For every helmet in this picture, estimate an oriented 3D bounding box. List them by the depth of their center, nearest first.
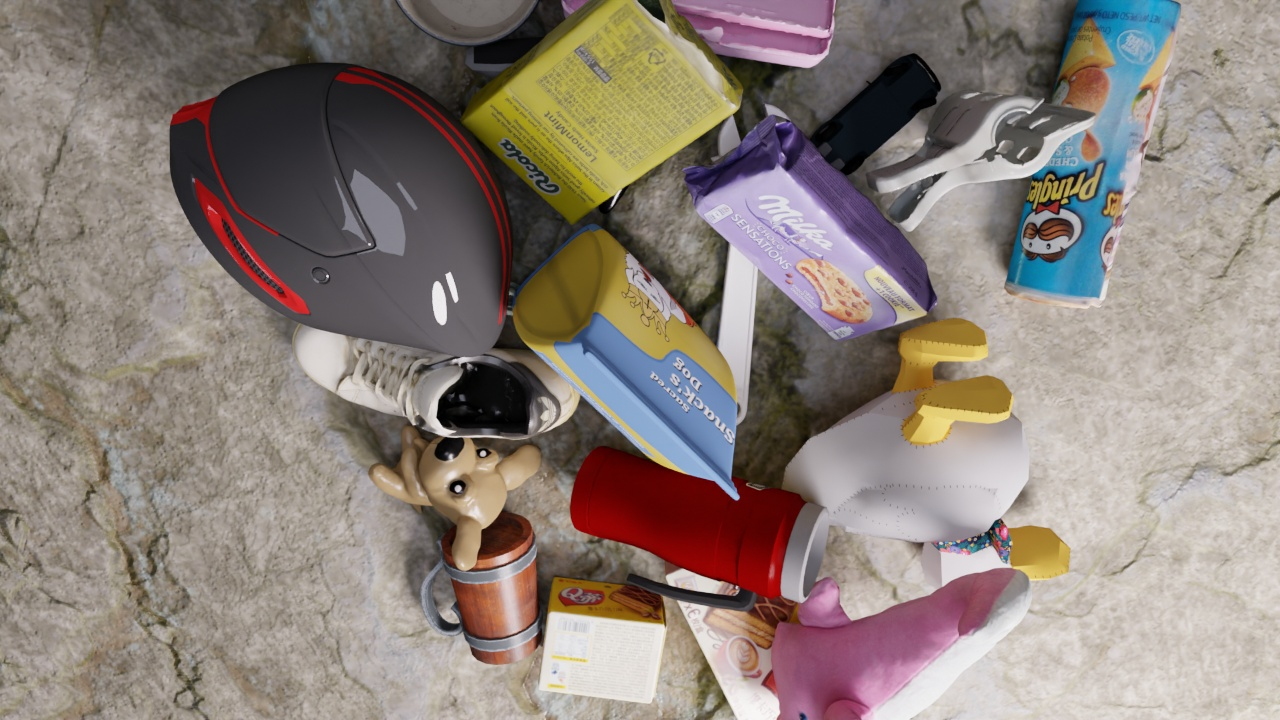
[{"bbox_3d":[-0.189,-0.111,0.659,0.170,0.163,0.265,-28,112,26],"label":"helmet"}]

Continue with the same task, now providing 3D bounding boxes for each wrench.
[{"bbox_3d":[0.084,-0.072,0.760,0.066,0.018,0.274,3,108,-2],"label":"wrench"}]

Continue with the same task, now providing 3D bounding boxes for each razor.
[{"bbox_3d":[-0.054,-0.222,0.694,0.156,0.057,0.060,14,121,-3],"label":"razor"}]

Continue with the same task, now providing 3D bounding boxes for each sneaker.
[{"bbox_3d":[-0.174,0.020,0.734,0.241,0.102,0.089,11,108,4],"label":"sneaker"}]

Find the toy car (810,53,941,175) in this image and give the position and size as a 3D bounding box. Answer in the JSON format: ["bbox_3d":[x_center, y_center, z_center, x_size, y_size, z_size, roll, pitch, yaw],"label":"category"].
[{"bbox_3d":[0.179,-0.188,0.716,0.112,0.034,0.046,-41,103,12],"label":"toy car"}]

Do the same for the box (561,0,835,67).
[{"bbox_3d":[0.049,-0.303,0.675,0.201,0.045,0.154,9,85,-5],"label":"box"}]

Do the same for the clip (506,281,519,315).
[{"bbox_3d":[-0.085,-0.044,0.762,0.074,0.035,0.023,19,104,-12],"label":"clip"}]

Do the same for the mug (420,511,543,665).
[{"bbox_3d":[-0.144,0.202,0.816,0.117,0.081,0.111,1,112,18],"label":"mug"}]

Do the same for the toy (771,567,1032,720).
[{"bbox_3d":[0.184,0.229,0.738,0.266,0.186,0.128,-44,70,26],"label":"toy"}]

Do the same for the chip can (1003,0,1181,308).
[{"bbox_3d":[0.347,-0.157,0.707,0.080,0.079,0.230,7,107,-3],"label":"chip can"}]

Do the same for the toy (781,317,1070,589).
[{"bbox_3d":[0.241,0.104,0.759,0.247,0.140,0.268,-3,127,6],"label":"toy"}]

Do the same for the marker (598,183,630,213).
[{"bbox_3d":[0.003,-0.178,0.728,0.022,0.016,0.139,35,104,14],"label":"marker"}]

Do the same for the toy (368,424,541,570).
[{"bbox_3d":[-0.164,0.102,0.777,0.108,0.133,0.106,8,133,24],"label":"toy"}]

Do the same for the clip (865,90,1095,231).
[{"bbox_3d":[0.236,-0.164,0.678,0.151,0.125,0.092,-23,104,10],"label":"clip"}]

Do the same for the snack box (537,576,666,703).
[{"bbox_3d":[-0.034,0.253,0.835,0.106,0.061,0.084,8,106,-3],"label":"snack box"}]

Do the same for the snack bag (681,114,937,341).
[{"bbox_3d":[0.133,-0.098,0.699,0.205,0.058,0.097,40,148,-24],"label":"snack bag"}]

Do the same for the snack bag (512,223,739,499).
[{"bbox_3d":[-0.004,0.004,0.670,0.102,0.205,0.159,-42,115,7],"label":"snack bag"}]

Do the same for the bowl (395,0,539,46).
[{"bbox_3d":[-0.123,-0.289,0.669,0.115,0.059,0.115,0,107,-1],"label":"bowl"}]

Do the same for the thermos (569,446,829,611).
[{"bbox_3d":[0.043,0.141,0.746,0.199,0.084,0.108,13,73,23],"label":"thermos"}]

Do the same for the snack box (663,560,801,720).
[{"bbox_3d":[0.116,0.252,0.836,0.110,0.061,0.230,-24,105,6],"label":"snack box"}]

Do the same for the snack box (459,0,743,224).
[{"bbox_3d":[-0.027,-0.185,0.657,0.181,0.045,0.121,-26,126,38],"label":"snack box"}]
